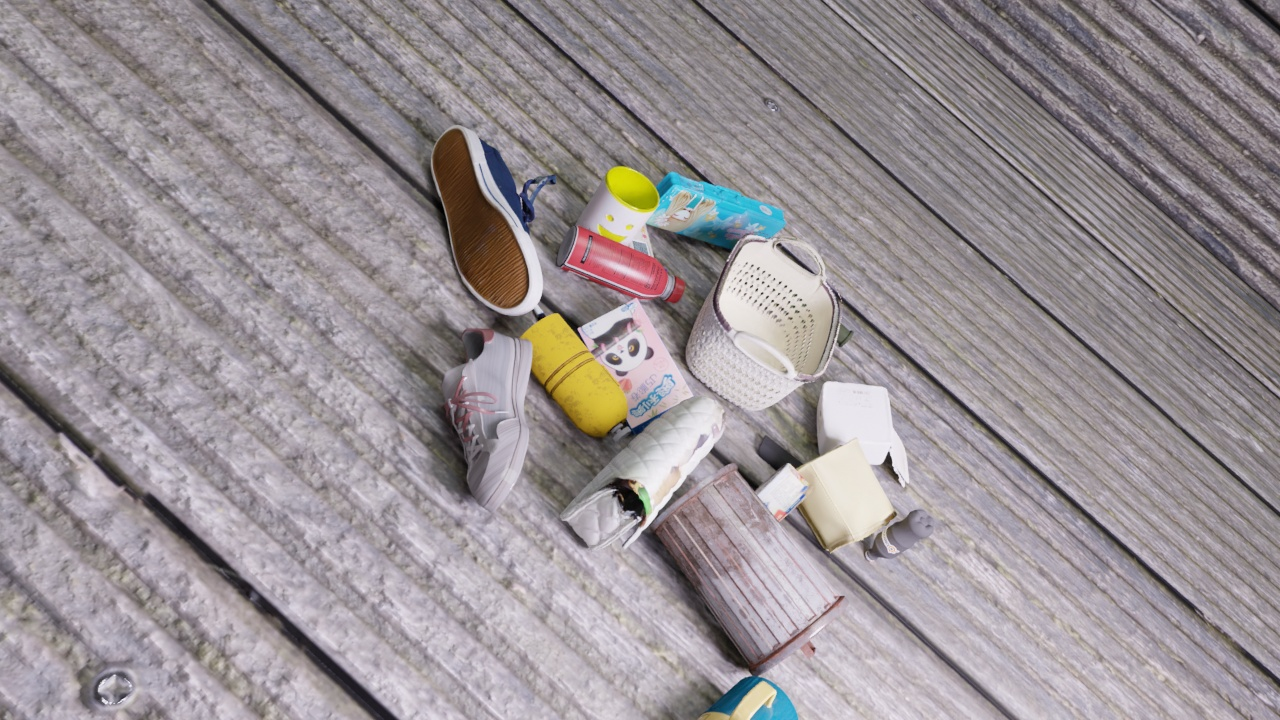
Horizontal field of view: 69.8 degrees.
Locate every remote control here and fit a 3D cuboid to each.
[{"bbox_3d":[-0.007,-0.187,1.346,0.038,0.018,0.125,9,52,-30],"label":"remote control"},{"bbox_3d":[0.217,0.153,1.222,0.147,0.015,0.033,38,43,-2],"label":"remote control"}]

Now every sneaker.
[{"bbox_3d":[-0.168,-0.174,1.175,0.127,0.121,0.294,18,40,-50],"label":"sneaker"},{"bbox_3d":[-0.173,0.054,0.974,0.089,0.099,0.235,21,39,-21],"label":"sneaker"}]

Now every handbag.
[{"bbox_3d":[0.009,0.126,1.012,0.072,0.139,0.194,48,44,-2],"label":"handbag"},{"bbox_3d":[0.261,0.173,1.176,0.111,0.081,0.119,-21,76,-34],"label":"handbag"}]

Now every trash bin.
[{"bbox_3d":[0.121,0.233,1.006,0.130,0.131,0.211,-23,69,-44],"label":"trash bin"}]

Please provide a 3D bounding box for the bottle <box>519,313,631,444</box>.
[{"bbox_3d":[-0.071,0.027,1.083,0.164,0.071,0.070,50,43,10],"label":"bottle"}]

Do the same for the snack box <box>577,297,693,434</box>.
[{"bbox_3d":[-0.007,0.007,1.142,0.088,0.033,0.154,-28,69,-4],"label":"snack box"}]

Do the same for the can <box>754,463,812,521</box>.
[{"bbox_3d":[0.165,0.168,1.121,0.043,0.086,0.086,47,43,7],"label":"can"}]

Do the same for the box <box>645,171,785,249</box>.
[{"bbox_3d":[0.109,-0.219,1.385,0.226,0.094,0.039,11,53,-35],"label":"box"}]

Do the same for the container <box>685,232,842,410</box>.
[{"bbox_3d":[0.166,-0.051,1.263,0.184,0.144,0.250,35,43,-7],"label":"container"}]

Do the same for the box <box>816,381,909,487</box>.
[{"bbox_3d":[0.330,0.103,1.294,0.189,0.102,0.111,20,48,-13],"label":"box"}]

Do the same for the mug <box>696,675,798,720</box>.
[{"bbox_3d":[0.102,0.361,0.897,0.083,0.114,0.107,35,36,28],"label":"mug"}]

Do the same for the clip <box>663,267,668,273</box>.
[{"bbox_3d":[0.017,-0.128,1.310,0.051,0.034,0.013,1,54,-35],"label":"clip"}]

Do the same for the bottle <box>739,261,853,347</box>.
[{"bbox_3d":[0.238,-0.098,1.405,0.207,0.072,0.071,40,43,0],"label":"bottle"}]

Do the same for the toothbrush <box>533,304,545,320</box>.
[{"bbox_3d":[-0.116,-0.043,1.150,0.012,0.017,0.186,-28,71,-13],"label":"toothbrush"}]

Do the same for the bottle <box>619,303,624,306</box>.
[{"bbox_3d":[-0.001,-0.023,1.197,0.041,0.041,0.116,-4,58,-37],"label":"bottle"}]

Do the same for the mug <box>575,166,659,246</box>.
[{"bbox_3d":[-0.034,-0.204,1.275,0.082,0.106,0.082,19,47,-21],"label":"mug"}]

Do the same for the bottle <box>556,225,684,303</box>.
[{"bbox_3d":[-0.022,-0.124,1.250,0.176,0.062,0.062,21,46,-20],"label":"bottle"}]

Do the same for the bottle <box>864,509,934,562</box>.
[{"bbox_3d":[0.326,0.227,1.167,0.036,0.110,0.036,19,47,-22],"label":"bottle"}]
